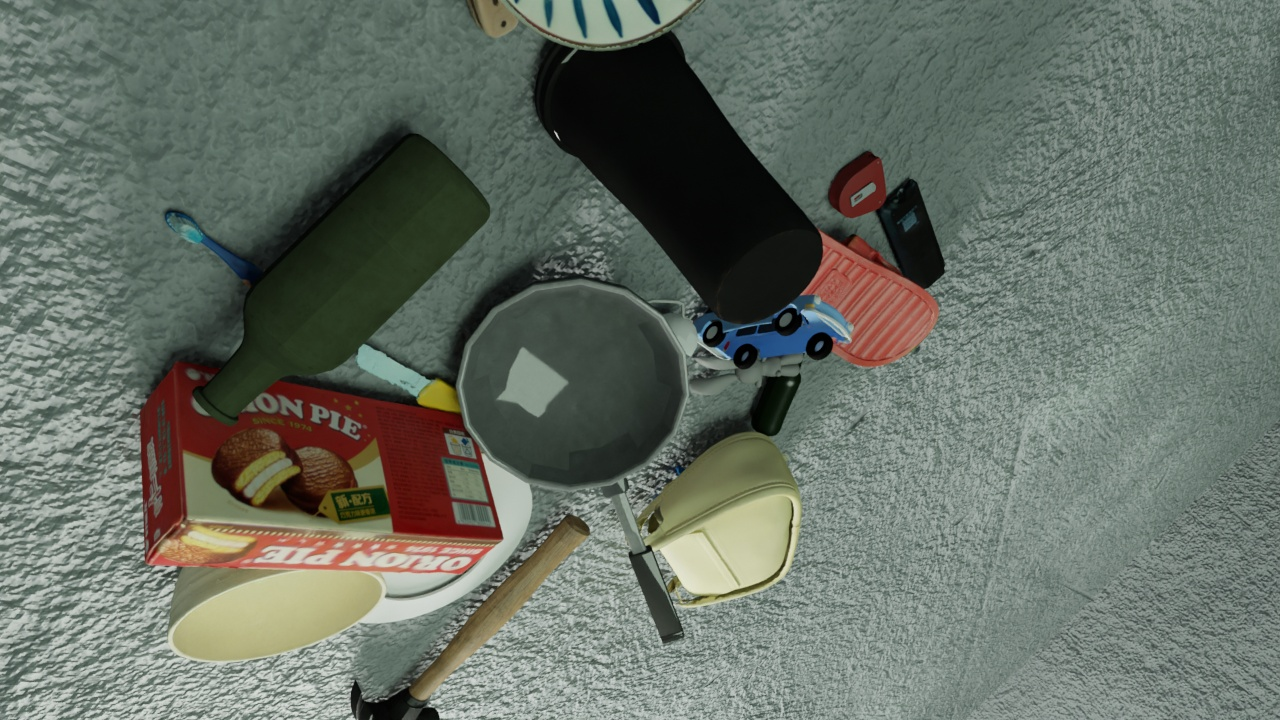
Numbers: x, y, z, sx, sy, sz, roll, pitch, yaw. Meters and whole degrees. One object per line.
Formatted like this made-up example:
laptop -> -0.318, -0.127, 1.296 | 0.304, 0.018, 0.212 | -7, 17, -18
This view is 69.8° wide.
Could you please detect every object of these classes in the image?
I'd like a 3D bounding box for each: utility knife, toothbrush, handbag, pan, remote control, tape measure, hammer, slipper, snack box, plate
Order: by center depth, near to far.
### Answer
toothbrush -> -0.239, -0.051, 0.575 | 0.021, 0.017, 0.135 | -44, 141, 0
snack box -> -0.213, 0.082, 0.637 | 0.060, 0.113, 0.236 | -40, 145, 28
utility knife -> -0.146, 0.035, 0.728 | 0.030, 0.019, 0.218 | -49, 145, 2
pan -> -0.025, 0.092, 0.754 | 0.178, 0.041, 0.357 | -18, 114, 3
plate -> -0.189, 0.166, 0.820 | 0.208, 0.015, 0.209 | -22, 137, -22
tape measure -> 0.197, -0.151, 0.826 | 0.051, 0.019, 0.059 | -36, 141, -6
slipper -> 0.177, -0.070, 0.858 | 0.248, 0.059, 0.104 | 24, 112, -31
hammer -> -0.165, 0.268, 0.914 | 0.306, 0.040, 0.132 | -47, 146, 8
remote control -> 0.276, -0.119, 0.917 | 0.047, 0.022, 0.150 | -42, 141, 3
handbag -> 0.088, 0.180, 0.993 | 0.191, 0.088, 0.233 | -22, 142, 2

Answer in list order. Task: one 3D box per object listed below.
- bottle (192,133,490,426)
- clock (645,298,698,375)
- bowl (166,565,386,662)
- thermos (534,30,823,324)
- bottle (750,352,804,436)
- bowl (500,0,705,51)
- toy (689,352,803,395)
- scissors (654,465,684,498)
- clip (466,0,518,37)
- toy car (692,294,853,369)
bottle -> -0.187, -0.044, 0.562 | 0.206, 0.071, 0.071 | -46, 141, -4
clock -> -0.005, 0.004, 0.788 | 0.096, 0.048, 0.138 | -1, 127, -38
bowl -> -0.274, 0.158, 0.685 | 0.150, 0.075, 0.151 | -19, 150, -11
thermos -> 0.022, -0.121, 0.565 | 0.105, 0.218, 0.106 | -22, 145, -17
bottle -> 0.147, 0.022, 0.938 | 0.033, 0.033, 0.123 | -8, 130, -34
bowl -> -0.025, -0.268, 0.497 | 0.177, 0.071, 0.178 | -19, 134, -21
toy -> 0.104, 0.008, 0.883 | 0.111, 0.030, 0.049 | -8, 132, -18
scissors -> 0.057, 0.147, 1.004 | 0.130, 0.018, 0.110 | -3, 125, -38
clip -> -0.088, -0.215, 0.531 | 0.025, 0.049, 0.061 | -31, 112, -12
toy car -> 0.110, -0.031, 0.787 | 0.056, 0.154, 0.054 | 33, 64, -33
